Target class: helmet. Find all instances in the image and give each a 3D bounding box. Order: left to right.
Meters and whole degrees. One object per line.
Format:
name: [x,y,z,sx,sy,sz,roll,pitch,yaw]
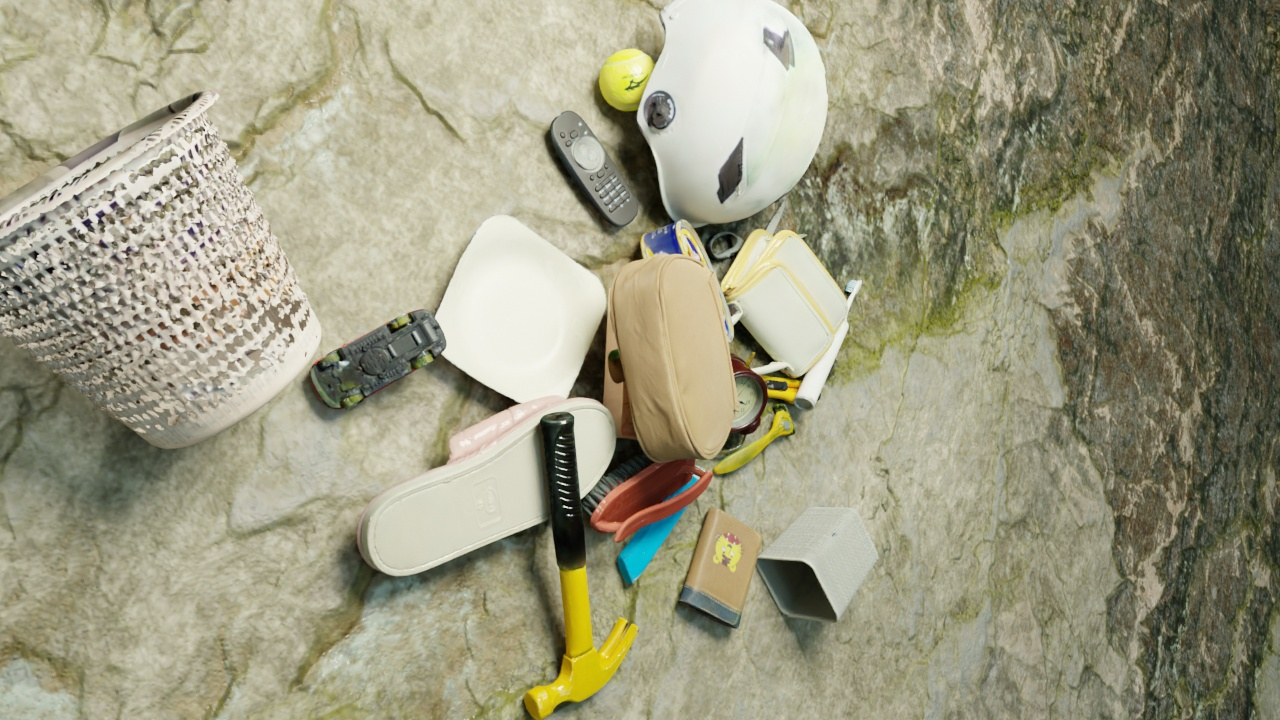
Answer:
helmet: [0.121,-0.271,1.005,0.228,0.146,0.258,3,96,-53]

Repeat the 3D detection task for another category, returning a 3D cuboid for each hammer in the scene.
hammer: [-0.066,0.194,0.881,0.128,0.033,0.301,-19,113,-38]

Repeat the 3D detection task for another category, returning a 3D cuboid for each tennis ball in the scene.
tennis ball: [-0.012,-0.305,0.998,0.065,0.066,0.065,4,82,-36]

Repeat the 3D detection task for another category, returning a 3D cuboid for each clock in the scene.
clock: [0.099,0.049,1.037,0.082,0.055,0.122,-11,115,-22]

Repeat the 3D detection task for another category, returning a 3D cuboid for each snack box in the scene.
snack box: [-0.006,0.006,0.976,0.084,0.026,0.157,15,76,-59]

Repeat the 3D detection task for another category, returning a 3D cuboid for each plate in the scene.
plate: [-0.122,-0.044,0.910,0.164,0.034,0.163,35,66,-29]

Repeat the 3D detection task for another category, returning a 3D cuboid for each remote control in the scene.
remote control: [-0.052,-0.203,0.985,0.053,0.024,0.136,-45,109,-29]

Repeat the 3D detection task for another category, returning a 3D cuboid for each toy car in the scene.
toy car: [-0.231,-0.001,0.811,0.120,0.045,0.053,-29,98,-11]

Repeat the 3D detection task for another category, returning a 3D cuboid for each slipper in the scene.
slipper: [-0.138,0.112,0.858,0.273,0.054,0.114,-26,117,-32]

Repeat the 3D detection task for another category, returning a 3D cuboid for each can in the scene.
can: [0.052,-0.080,1.014,0.148,0.049,0.074,67,25,-7]

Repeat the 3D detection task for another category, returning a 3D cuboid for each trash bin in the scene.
trash bin: [-0.345,-0.053,0.656,0.226,0.228,0.192,-48,125,-30]

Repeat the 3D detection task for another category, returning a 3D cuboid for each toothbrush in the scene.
toothbrush: [0.244,-0.027,1.168,0.220,0.026,0.027,-60,153,-32]

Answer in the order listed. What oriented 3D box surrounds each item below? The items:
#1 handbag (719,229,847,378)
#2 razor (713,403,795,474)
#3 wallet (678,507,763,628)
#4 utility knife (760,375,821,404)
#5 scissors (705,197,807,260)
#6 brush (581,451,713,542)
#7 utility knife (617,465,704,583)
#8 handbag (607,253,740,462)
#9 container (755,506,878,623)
handbag: [0.160,-0.048,1.092,0.163,0.063,0.178,46,68,-31]
razor: [0.136,0.099,1.090,0.132,0.028,0.043,-31,106,-32]
wallet: [0.095,0.236,1.041,0.090,0.033,0.115,33,63,-28]
utility knife: [0.151,0.033,1.108,0.192,0.015,0.033,7,63,-36]
scissors: [0.145,-0.134,1.127,0.178,0.014,0.159,8,82,-36]
brush: [0.007,0.137,0.955,0.145,0.069,0.063,-28,140,-34]
utility knife: [0.026,0.173,1.006,0.161,0.018,0.034,-49,116,-31]
handbag: [0.032,-0.004,0.920,0.147,0.100,0.204,-23,105,-58]
container: [0.215,0.237,1.094,0.114,0.090,0.090,-38,108,-36]
